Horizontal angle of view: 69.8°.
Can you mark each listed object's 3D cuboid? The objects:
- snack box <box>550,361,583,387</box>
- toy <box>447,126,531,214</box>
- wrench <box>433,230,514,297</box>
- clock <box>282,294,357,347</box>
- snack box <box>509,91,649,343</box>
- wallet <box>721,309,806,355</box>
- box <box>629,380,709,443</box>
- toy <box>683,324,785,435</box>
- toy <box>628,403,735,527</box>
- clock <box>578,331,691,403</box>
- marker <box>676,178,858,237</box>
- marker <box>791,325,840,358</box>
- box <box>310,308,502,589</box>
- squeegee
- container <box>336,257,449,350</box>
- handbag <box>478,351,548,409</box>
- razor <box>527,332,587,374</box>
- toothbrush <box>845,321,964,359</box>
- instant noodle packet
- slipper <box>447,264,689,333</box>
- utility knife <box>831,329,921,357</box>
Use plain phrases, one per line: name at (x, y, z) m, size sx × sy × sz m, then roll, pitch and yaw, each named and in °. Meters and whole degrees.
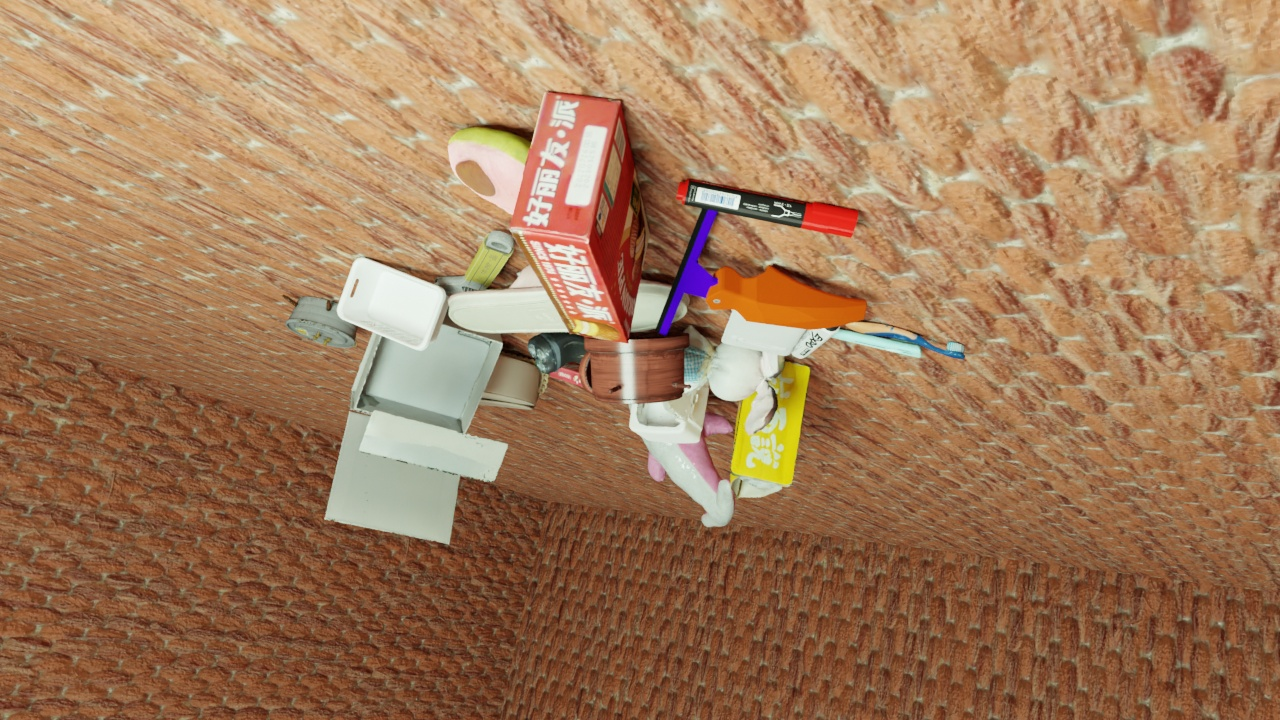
snack box at (-0.059, 0.018, 1.282) m, size 0.089 × 0.021 × 0.133 m, roll -6°, pitch -170°, yaw -30°
toy at (-0.104, -0.149, 0.744) m, size 0.090 × 0.051 × 0.110 m, roll 14°, pitch 172°, yaw 25°
wrench at (-0.185, -0.102, 1.049) m, size 0.083 × 0.018 × 0.274 m, roll 20°, pitch 164°, yaw -14°
clock at (-0.472, -0.051, 1.392) m, size 0.104 × 0.056 × 0.148 m, roll 7°, pitch 163°, yaw 17°
snack box at (-0.040, -0.104, 0.746) m, size 0.060 × 0.113 × 0.236 m, roll 9°, pitch 165°, yaw 9°
wallet at (0.137, -0.044, 0.985) m, size 0.086 × 0.032 × 0.116 m, roll 18°, pitch 157°, yaw -2°
box at (0.034, 0.048, 1.269) m, size 0.124 × 0.108 × 0.136 m, roll 1°, pitch 163°, yaw 31°
toy at (0.090, 0.012, 1.130) m, size 0.206 × 0.131 × 0.105 m, roll 11°, pitch -177°, yaw 28°
toy at (0.082, 0.130, 1.429) m, size 0.127 × 0.265 × 0.187 m, roll -24°, pitch 154°, yaw -22°
clock at (-0.006, 0.006, 1.041) m, size 0.120 × 0.072 × 0.158 m, roll -3°, pitch -174°, yaw -11°
marker at (0.101, -0.124, 0.743) m, size 0.145 × 0.021 × 0.024 m, roll 12°, pitch 143°, yaw 1°
marker at (0.194, -0.032, 0.989) m, size 0.025 × 0.025 × 0.126 m, roll 14°, pitch 160°, yaw -8°
box at (-0.310, 0.105, 1.228) m, size 0.166 × 0.368 × 0.150 m, roll 17°, pitch 162°, yaw -22°
squeegee at (0.125, -0.060, 0.878) m, size 0.184 × 0.055 × 0.250 m, roll 7°, pitch 154°, yaw -7°
container at (-0.295, -0.068, 1.121) m, size 0.129 × 0.081 × 0.049 m, roll 21°, pitch -177°, yaw 14°
handbag at (-0.270, 0.019, 1.447) m, size 0.211 × 0.103 × 0.208 m, roll 4°, pitch 171°, yaw 27°
razor at (-0.085, -0.007, 1.239) m, size 0.140 × 0.064 × 0.053 m, roll 10°, pitch -169°, yaw -36°
toothbrush at (0.286, -0.025, 0.986) m, size 0.135 × 0.017 × 0.022 m, roll 15°, pitch 161°, yaw -3°
instant noodle packet at (0.162, 0.100, 1.257) m, size 0.084 × 0.162 × 0.222 m, roll 10°, pitch 166°, yaw 1°
slipper at (-0.082, -0.070, 1.014) m, size 0.275 × 0.054 × 0.114 m, roll -2°, pitch 158°, yaw 12°
utility knife at (0.250, -0.024, 1.020) m, size 0.129 × 0.015 × 0.022 m, roll 13°, pitch 162°, yaw 7°
